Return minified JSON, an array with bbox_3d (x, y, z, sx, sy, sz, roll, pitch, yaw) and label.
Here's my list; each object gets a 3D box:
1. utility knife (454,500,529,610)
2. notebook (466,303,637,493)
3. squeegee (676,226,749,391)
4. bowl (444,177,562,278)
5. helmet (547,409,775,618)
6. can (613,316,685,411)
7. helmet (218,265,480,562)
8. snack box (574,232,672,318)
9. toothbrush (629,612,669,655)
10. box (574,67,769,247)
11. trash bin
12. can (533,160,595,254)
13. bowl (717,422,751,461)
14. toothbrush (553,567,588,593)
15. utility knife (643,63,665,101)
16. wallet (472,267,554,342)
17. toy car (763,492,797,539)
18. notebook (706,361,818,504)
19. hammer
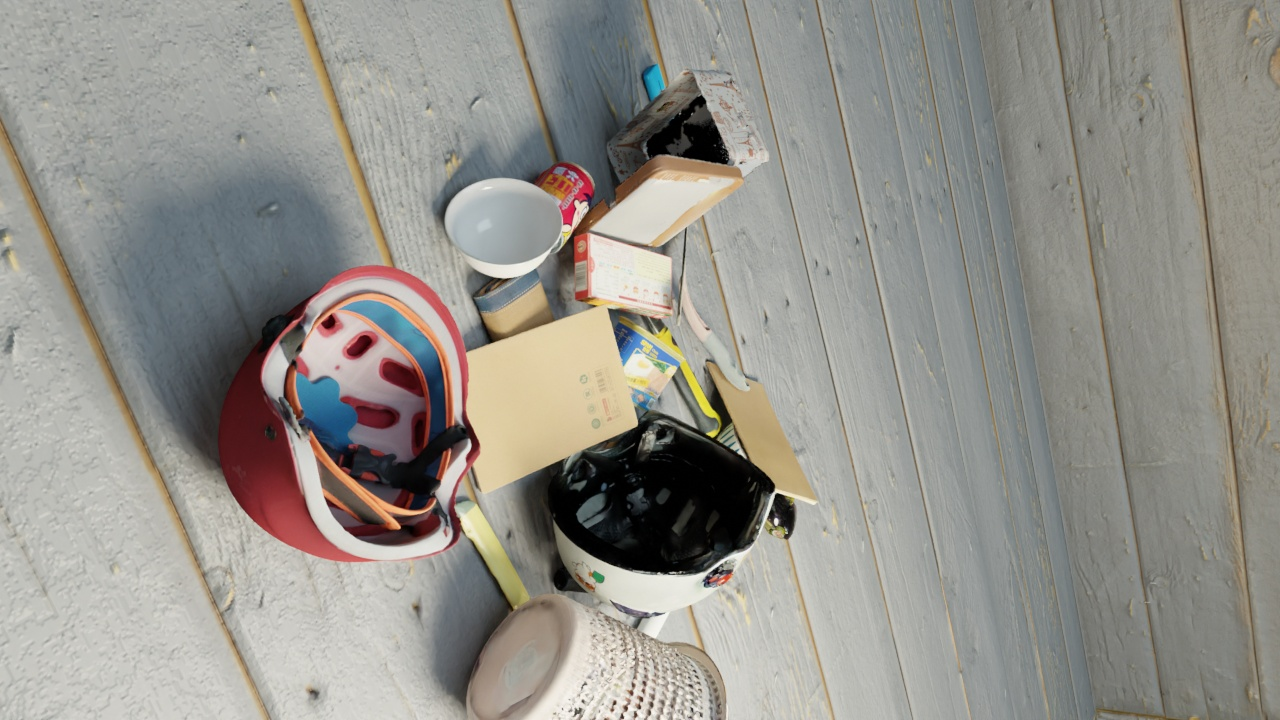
[{"bbox_3d":[-0.141,0.227,0.963,0.030,0.021,0.206,-44,115,-41],"label":"utility knife"},{"bbox_3d":[-0.102,0.037,0.989,0.207,0.008,0.148,-22,103,-33],"label":"notebook"},{"bbox_3d":[0.093,-0.043,1.269,0.247,0.040,0.250,-83,149,-50],"label":"squeegee"},{"bbox_3d":[-0.142,-0.125,0.952,0.065,0.118,0.118,103,10,-57],"label":"bowl"},{"bbox_3d":[0.014,0.192,1.038,0.273,0.230,0.157,-33,143,-45],"label":"helmet"},{"bbox_3d":[-0.007,0.006,1.112,0.102,0.057,0.083,34,88,-46],"label":"can"},{"bbox_3d":[-0.244,0.049,0.748,0.207,0.144,0.239,43,40,-43],"label":"helmet"},{"bbox_3d":[-0.017,-0.099,1.103,0.155,0.027,0.077,9,76,-50],"label":"snack box"},{"bbox_3d":[0.042,0.292,1.194,0.027,0.026,0.220,38,49,-2],"label":"toothbrush"},{"bbox_3d":[0.016,-0.231,1.083,0.193,0.184,0.157,-13,76,-43],"label":"box"},{"bbox_3d":[-0.057,0.346,0.923,0.192,0.228,0.226,43,53,-26],"label":"trash bin"},{"bbox_3d":[-0.096,-0.173,1.027,0.066,0.067,0.093,57,45,-32],"label":"can"},{"bbox_3d":[0.145,0.147,1.296,0.116,0.066,0.116,42,25,-25],"label":"bowl"},{"bbox_3d":[-0.018,0.270,1.098,0.212,0.026,0.027,20,62,-45],"label":"toothbrush"},{"bbox_3d":[0.044,-0.304,1.266,0.034,0.018,0.204,-41,118,-51],"label":"utility knife"},{"bbox_3d":[-0.129,-0.039,1.000,0.090,0.033,0.115,-43,120,-43],"label":"wallet"},{"bbox_3d":[0.191,0.213,1.385,0.158,0.042,0.070,49,50,-33],"label":"toy car"},{"bbox_3d":[0.174,0.103,1.314,0.149,0.012,0.211,23,37,-49],"label":"notebook"},{"bbox_3d":[0.031,-0.022,1.210,0.125,0.032,0.323,-57,129,-39],"label":"hammer"}]
